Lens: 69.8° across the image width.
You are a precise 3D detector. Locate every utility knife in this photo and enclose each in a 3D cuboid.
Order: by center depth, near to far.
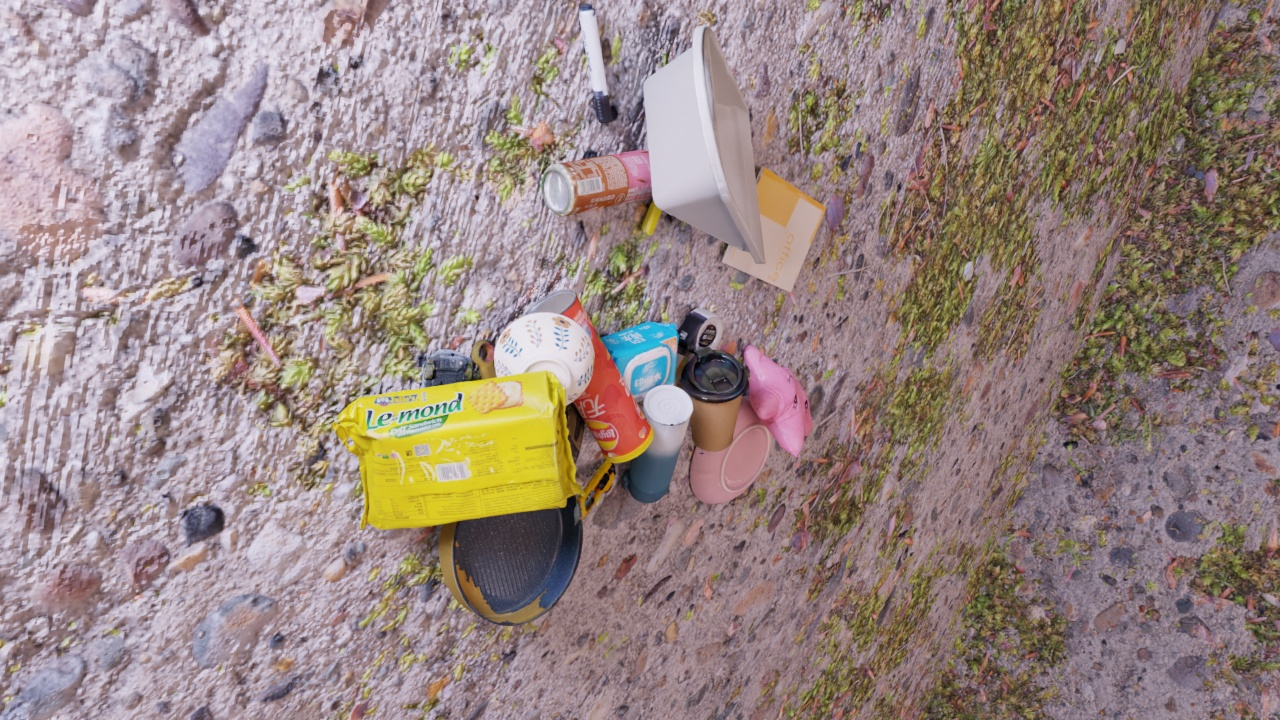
[{"bbox_3d":[-0.059,0.173,1.214,0.173,0.015,0.033,-49,125,-68],"label":"utility knife"}]

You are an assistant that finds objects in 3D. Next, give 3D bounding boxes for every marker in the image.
[{"bbox_3d":[-0.047,-0.320,0.997,0.018,0.022,0.131,-32,134,-25],"label":"marker"},{"bbox_3d":[0.028,-0.217,1.149,0.018,0.015,0.124,14,98,-52],"label":"marker"}]

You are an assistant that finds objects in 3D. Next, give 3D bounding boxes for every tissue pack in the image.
[{"bbox_3d":[-0.007,0.007,1.200,0.139,0.063,0.090,-19,125,-41],"label":"tissue pack"}]

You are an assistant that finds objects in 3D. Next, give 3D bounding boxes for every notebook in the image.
[{"bbox_3d":[0.201,-0.188,1.356,0.206,0.010,0.146,14,100,-53],"label":"notebook"}]

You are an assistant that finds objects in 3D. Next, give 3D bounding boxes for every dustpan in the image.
[{"bbox_3d":[0.104,-0.254,1.052,0.257,0.143,0.222,8,72,-42],"label":"dustpan"}]

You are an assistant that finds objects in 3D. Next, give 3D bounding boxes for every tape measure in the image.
[{"bbox_3d":[0.086,-0.039,1.302,0.066,0.033,0.065,-59,144,0],"label":"tape measure"}]

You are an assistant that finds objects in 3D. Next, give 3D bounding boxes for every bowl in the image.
[{"bbox_3d":[-0.105,0.010,1.012,0.113,0.062,0.114,-3,117,-7],"label":"bowl"}]

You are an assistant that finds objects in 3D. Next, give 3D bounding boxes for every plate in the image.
[{"bbox_3d":[0.158,0.152,1.491,0.191,0.039,0.193,-26,129,-37],"label":"plate"}]

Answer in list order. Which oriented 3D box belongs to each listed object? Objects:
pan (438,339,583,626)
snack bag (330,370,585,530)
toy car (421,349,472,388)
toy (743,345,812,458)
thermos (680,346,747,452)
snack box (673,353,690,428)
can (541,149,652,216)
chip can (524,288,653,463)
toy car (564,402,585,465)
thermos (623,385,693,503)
[{"bbox_3d":[-0.162,0.146,1.095,0.197,0.078,0.357,-26,108,-42],"label":"pan"},{"bbox_3d":[-0.186,0.102,0.971,0.246,0.068,0.158,-8,123,-7],"label":"snack bag"},{"bbox_3d":[-0.216,0.047,1.007,0.054,0.037,0.121,1,105,-24],"label":"toy car"},{"bbox_3d":[0.226,0.075,1.449,0.075,0.178,0.194,-24,150,26],"label":"toy"},{"bbox_3d":[0.103,0.059,1.299,0.092,0.093,0.143,-36,143,-30],"label":"thermos"},{"bbox_3d":[0.072,0.051,1.346,0.156,0.027,0.084,32,87,-52],"label":"snack box"},{"bbox_3d":[-0.041,-0.203,1.043,0.147,0.058,0.058,-20,126,-40],"label":"can"},{"bbox_3d":[-0.059,0.020,1.098,0.073,0.073,0.217,-41,119,-25],"label":"chip can"},{"bbox_3d":[-0.096,0.090,1.117,0.157,0.042,0.070,-80,152,-43],"label":"toy car"},{"bbox_3d":[0.021,0.122,1.253,0.070,0.070,0.221,-35,155,-31],"label":"thermos"}]
